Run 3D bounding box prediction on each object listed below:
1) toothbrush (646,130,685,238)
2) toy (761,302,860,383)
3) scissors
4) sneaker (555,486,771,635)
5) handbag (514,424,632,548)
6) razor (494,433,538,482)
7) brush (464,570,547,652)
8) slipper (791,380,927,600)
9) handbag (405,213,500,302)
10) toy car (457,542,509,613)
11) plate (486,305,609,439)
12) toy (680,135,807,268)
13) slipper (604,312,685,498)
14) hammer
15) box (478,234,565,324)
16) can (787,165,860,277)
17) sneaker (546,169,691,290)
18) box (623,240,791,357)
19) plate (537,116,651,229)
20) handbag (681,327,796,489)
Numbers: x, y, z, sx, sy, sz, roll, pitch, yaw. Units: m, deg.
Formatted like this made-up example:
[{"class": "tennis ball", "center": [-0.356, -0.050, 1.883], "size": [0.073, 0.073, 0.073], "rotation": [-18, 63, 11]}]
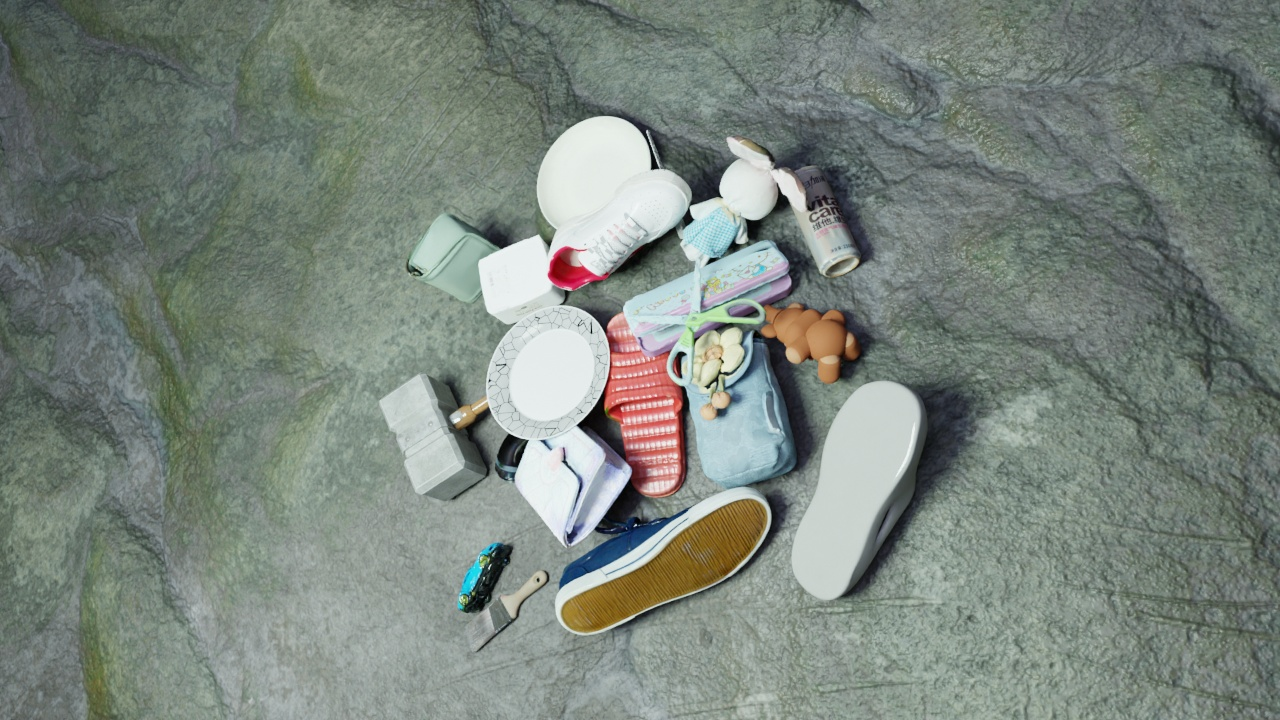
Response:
[{"class": "toothbrush", "center": [0.032, -0.225, 1.190], "size": [0.010, 0.182, 0.010], "rotation": [5, 53, 27]}, {"class": "toy", "center": [0.202, -0.030, 1.124], "size": [0.094, 0.065, 0.128], "rotation": [-39, 46, -23]}, {"class": "scissors", "center": [0.065, -0.049, 1.104], "size": [0.171, 0.021, 0.172], "rotation": [-1, 70, 14]}, {"class": "sneaker", "center": [0.021, 0.221, 1.141], "size": [0.295, 0.121, 0.127], "rotation": [-30, 26, 12]}, {"class": "handbag", "center": [-0.095, 0.149, 1.178], "size": [0.126, 0.069, 0.158], "rotation": [-55, 35, 1]}, {"class": "razor", "center": [-0.143, 0.109, 1.262], "size": [0.140, 0.063, 0.053], "rotation": [-47, 27, -3]}, {"class": "brush", "center": [-0.182, 0.335, 1.241], "size": [0.151, 0.012, 0.039], "rotation": [-41, 63, 11]}, {"class": "slipper", "center": [0.261, 0.150, 1.049], "size": [0.113, 0.080, 0.266], "rotation": [30, 107, 48]}, {"class": "handbag", "center": [-0.269, -0.148, 1.340], "size": [0.067, 0.121, 0.106], "rotation": [43, 97, 28]}, {"class": "toy car", "center": [-0.216, 0.293, 1.249], "size": [0.032, 0.048, 0.105], "rotation": [28, 92, 32]}, {"class": "plate", "center": [-0.122, 0.017, 1.226], "size": [0.189, 0.016, 0.188], "rotation": [-10, 66, 24]}, {"class": "toy", "center": [0.127, -0.195, 1.181], "size": [0.131, 0.105, 0.206], "rotation": [40, 130, -1]}, {"class": "slipper", "center": [0.005, 0.052, 1.182], "size": [0.104, 0.059, 0.248], "rotation": [-12, 79, 13]}, {"class": "hammer", "center": [-0.198, 0.046, 1.292], "size": [0.318, 0.083, 0.162], "rotation": [-33, 66, 7]}, {"class": "box", "center": [-0.165, -0.111, 1.332], "size": [0.107, 0.091, 0.102], "rotation": [-20, 65, 11]}, {"class": "can", "center": [0.227, -0.173, 1.147], "size": [0.054, 0.054, 0.135], "rotation": [-25, 68, 18]}, {"class": "sneaker", "center": [-0.035, -0.157, 1.206], "size": [0.237, 0.090, 0.104], "rotation": [-21, 38, 37]}, {"class": "box", "center": [0.085, -0.084, 1.162], "size": [0.214, 0.065, 0.078], "rotation": [-24, 53, 0]}, {"class": "plate", "center": [-0.062, -0.259, 1.317], "size": [0.183, 0.034, 0.182], "rotation": [-6, 75, 24]}, {"class": "handbag", "center": [0.110, 0.053, 1.111], "size": [0.122, 0.118, 0.191], "rotation": [-18, 63, 18]}]
